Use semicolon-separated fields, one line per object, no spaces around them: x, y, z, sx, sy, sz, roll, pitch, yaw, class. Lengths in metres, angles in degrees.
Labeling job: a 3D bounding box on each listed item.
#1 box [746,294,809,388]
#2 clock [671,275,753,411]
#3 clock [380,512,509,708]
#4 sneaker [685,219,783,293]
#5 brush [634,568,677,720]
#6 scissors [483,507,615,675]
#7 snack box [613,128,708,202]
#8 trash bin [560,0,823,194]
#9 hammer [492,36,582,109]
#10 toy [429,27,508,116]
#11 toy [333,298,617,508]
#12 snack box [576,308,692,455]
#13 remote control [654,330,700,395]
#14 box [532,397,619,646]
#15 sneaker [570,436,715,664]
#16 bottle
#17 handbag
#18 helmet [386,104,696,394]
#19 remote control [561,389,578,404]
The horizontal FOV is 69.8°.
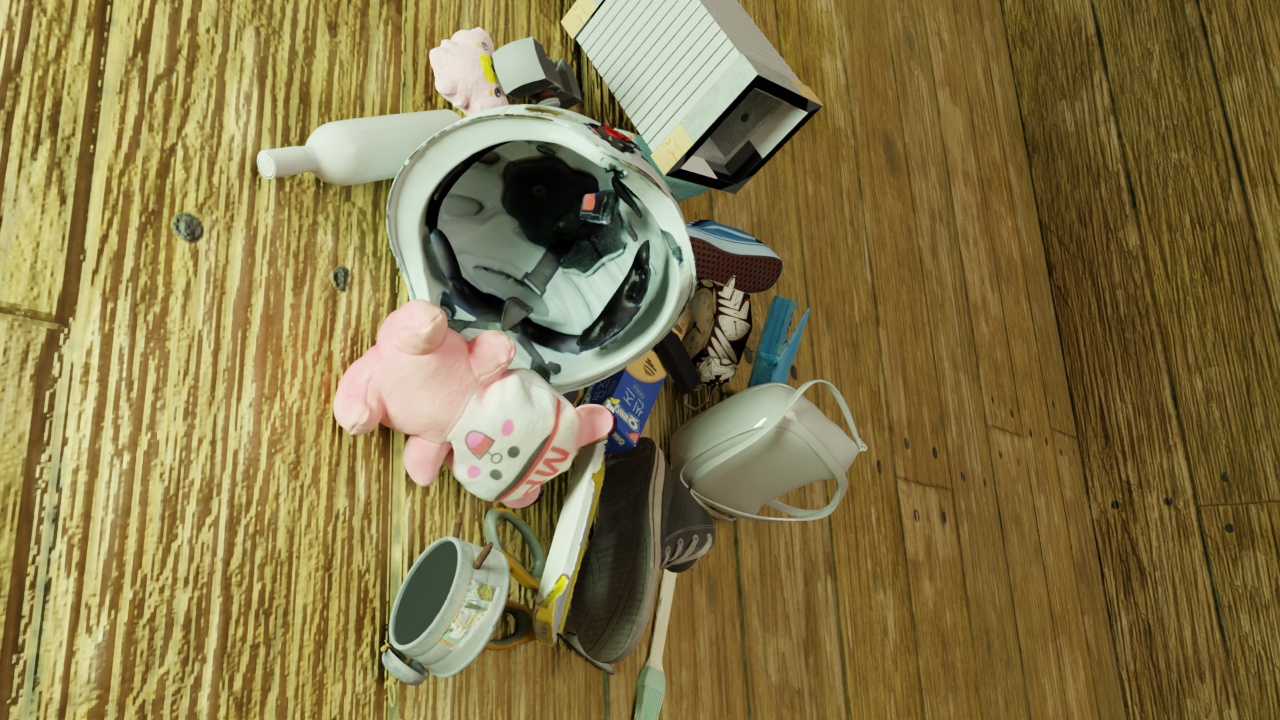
0.150;0.028;1.077;0.232;0.048;0.092;95;13;-56;box
0.083;-0.015;1.057;0.065;0.115;0.154;15;77;-22;clock
-0.154;0.199;0.706;0.056;0.104;0.147;36;81;-28;clock
0.064;-0.134;1.134;0.240;0.084;0.098;2;33;-41;sneaker
0.023;0.275;0.973;0.033;0.012;0.217;41;47;-36;brush
-0.089;0.239;0.835;0.225;0.016;0.161;56;39;-26;scissors
0.000;-0.217;1.055;0.174;0.075;0.053;-3;81;-52;snack box
0.054;-0.336;1.034;0.142;0.143;0.246;0;53;-52;trash bin
-0.061;-0.157;0.935;0.156;0.043;0.322;-24;97;-76;hammer
-0.165;-0.274;0.880;0.093;0.050;0.102;-9;85;-62;toy
-0.134;0.043;0.757;0.213;0.142;0.084;33;13;-28;toy
-0.006;0.006;0.987;0.056;0.057;0.206;51;43;-27;snack box
0.026;-0.026;0.977;0.136;0.015;0.032;61;39;-21;remote control
-0.056;0.141;0.826;0.039;0.130;0.209;16;45;0;box
0.008;0.201;0.903;0.120;0.095;0.234;48;31;-32;sneaker
-0.228;-0.175;0.765;0.194;0.053;0.052;-29;101;-52;bottle
0.163;0.125;1.037;0.222;0.216;0.095;39;34;-33;handbag
-0.084;-0.116;0.807;0.264;0.237;0.163;36;24;-23;helmet
-0.098;-0.006;0.911;0.124;0.009;0.046;58;40;-21;remote control
